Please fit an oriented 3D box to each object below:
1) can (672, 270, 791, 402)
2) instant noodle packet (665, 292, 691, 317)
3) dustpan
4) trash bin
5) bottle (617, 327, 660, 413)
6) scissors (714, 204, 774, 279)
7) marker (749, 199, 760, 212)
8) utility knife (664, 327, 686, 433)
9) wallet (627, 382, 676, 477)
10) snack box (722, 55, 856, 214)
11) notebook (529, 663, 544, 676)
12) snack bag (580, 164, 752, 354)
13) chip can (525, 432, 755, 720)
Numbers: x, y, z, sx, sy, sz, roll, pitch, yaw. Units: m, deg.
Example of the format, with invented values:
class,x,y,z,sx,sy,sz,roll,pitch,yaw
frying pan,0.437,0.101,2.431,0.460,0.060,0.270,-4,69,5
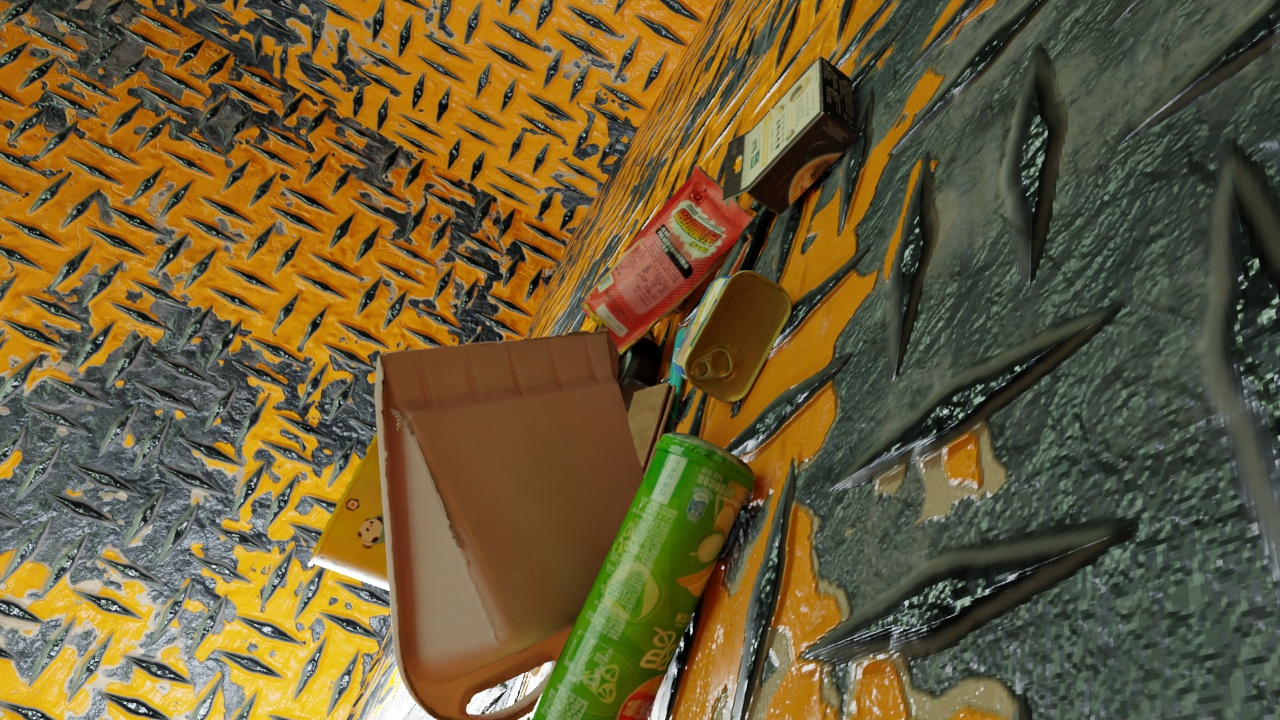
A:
class,x,y,z,sx,sy,sz,roll,pitch,yaw
can,0.071,-0.021,0.753,0.102,0.057,0.083,-62,8,1
instant noodle packet,0.048,-0.112,1.114,0.111,0.044,0.128,-62,8,13
dustpan,-0.102,0.125,0.681,0.139,0.222,0.273,-30,73,40
trash bin,-0.285,0.227,1.266,0.230,0.255,0.229,-59,11,19
bottle,-0.006,0.006,1.082,0.080,0.044,0.194,-57,11,26
scissors,0.124,-0.159,0.931,0.234,0.021,0.125,-66,11,-15
marker,0.150,-0.213,0.957,0.130,0.018,0.022,-62,1,1
utility knife,0.036,0.022,0.926,0.029,0.013,0.170,-56,15,40
wallet,0.001,0.075,0.915,0.115,0.020,0.101,151,138,-72
snack box,0.137,-0.203,0.850,0.126,0.053,0.113,-45,23,38
notebook,-0.139,0.187,0.912,0.150,0.209,0.012,-58,-26,15
snack bag,0.026,-0.110,1.022,0.208,0.073,0.128,-45,47,13
chip can,0.002,0.155,0.599,0.221,0.072,0.073,-64,11,-9
